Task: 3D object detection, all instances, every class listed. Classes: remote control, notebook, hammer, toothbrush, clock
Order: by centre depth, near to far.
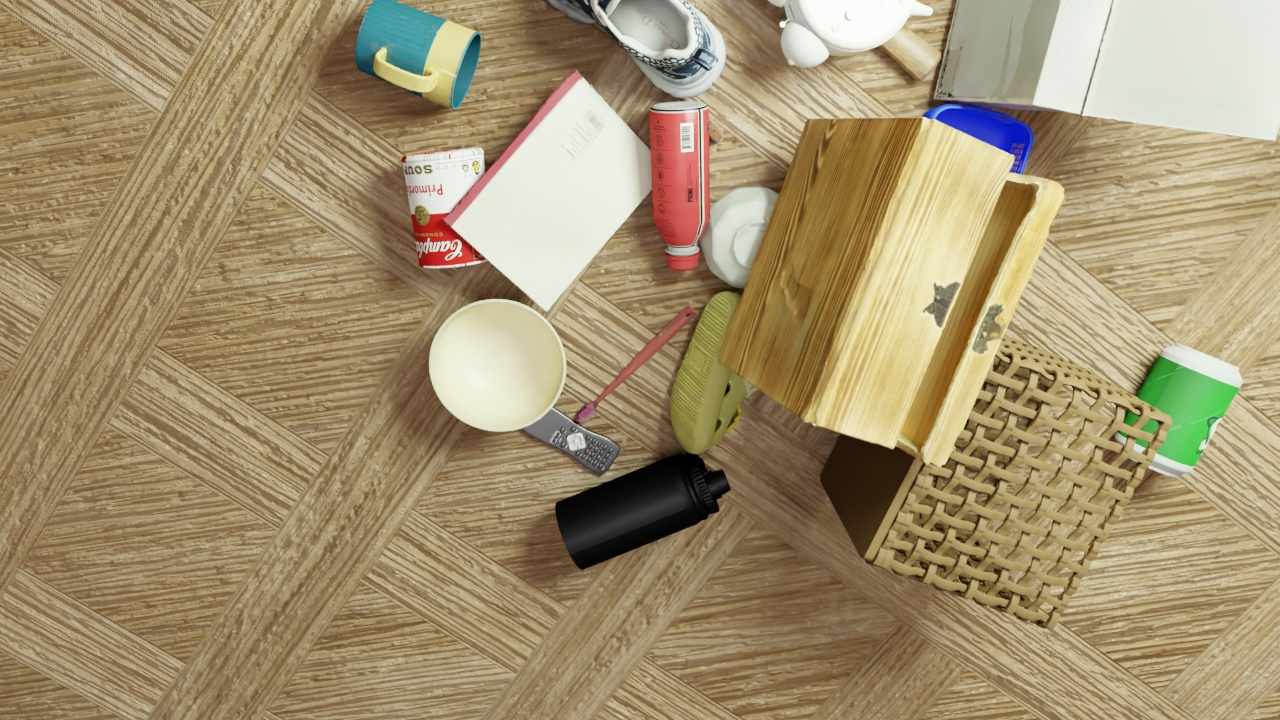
[{"bbox_3d":[0.207,-0.369,0.906,0.161,0.073,0.125,-23,103,-1],"label":"clock"},{"bbox_3d":[0.185,-0.394,0.954,0.305,0.040,0.132,35,99,-11],"label":"hammer"},{"bbox_3d":[-0.086,-0.177,0.976,0.153,0.012,0.208,43,85,-27],"label":"notebook"},{"bbox_3d":[0.028,-0.307,0.986,0.015,0.015,0.184,-41,101,7],"label":"toothbrush"},{"bbox_3d":[-0.006,0.006,1.072,0.016,0.016,0.190,44,101,-11],"label":"toothbrush"},{"bbox_3d":[-0.085,0.092,1.099,0.124,0.009,0.046,31,103,-9],"label":"remote control"}]

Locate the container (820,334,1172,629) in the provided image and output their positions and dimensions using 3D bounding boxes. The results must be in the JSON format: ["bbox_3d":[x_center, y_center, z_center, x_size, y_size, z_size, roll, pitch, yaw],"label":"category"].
[{"bbox_3d":[0.364,0.102,1.000,0.214,0.219,0.252,21,104,-7],"label":"container"}]

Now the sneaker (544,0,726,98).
[{"bbox_3d":[-0.027,-0.368,0.902,0.269,0.132,0.103,40,101,-5],"label":"sneaker"}]

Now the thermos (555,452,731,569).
[{"bbox_3d":[0.008,0.170,1.083,0.199,0.086,0.086,-23,105,5],"label":"thermos"}]

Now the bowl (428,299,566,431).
[{"bbox_3d":[-0.157,-0.003,1.038,0.151,0.075,0.151,0,107,-1],"label":"bowl"}]

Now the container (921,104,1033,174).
[{"bbox_3d":[0.350,-0.223,0.991,0.114,0.058,0.096,12,105,-4],"label":"container"}]

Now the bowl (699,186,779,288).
[{"bbox_3d":[0.126,-0.131,1.013,0.117,0.061,0.117,0,107,-1],"label":"bowl"}]

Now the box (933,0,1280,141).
[{"bbox_3d":[0.473,-0.288,0.794,0.119,0.479,0.166,-4,110,-39],"label":"box"}]

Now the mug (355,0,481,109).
[{"bbox_3d":[-0.230,-0.308,0.931,0.107,0.113,0.083,22,127,-6],"label":"mug"}]

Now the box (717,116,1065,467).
[{"bbox_3d":[0.220,-0.078,0.895,0.168,0.245,0.279,15,100,-22],"label":"box"}]

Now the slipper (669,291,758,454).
[{"bbox_3d":[0.094,0.015,1.051,0.081,0.091,0.191,8,106,-29],"label":"slipper"}]

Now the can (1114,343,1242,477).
[{"bbox_3d":[0.619,0.057,1.059,0.088,0.087,0.140,20,104,-6],"label":"can"}]

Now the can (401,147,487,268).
[{"bbox_3d":[-0.204,-0.165,0.985,0.086,0.086,0.116,-5,106,1],"label":"can"}]

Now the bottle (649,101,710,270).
[{"bbox_3d":[0.044,-0.185,0.991,0.062,0.062,0.177,-3,113,0],"label":"bottle"}]
